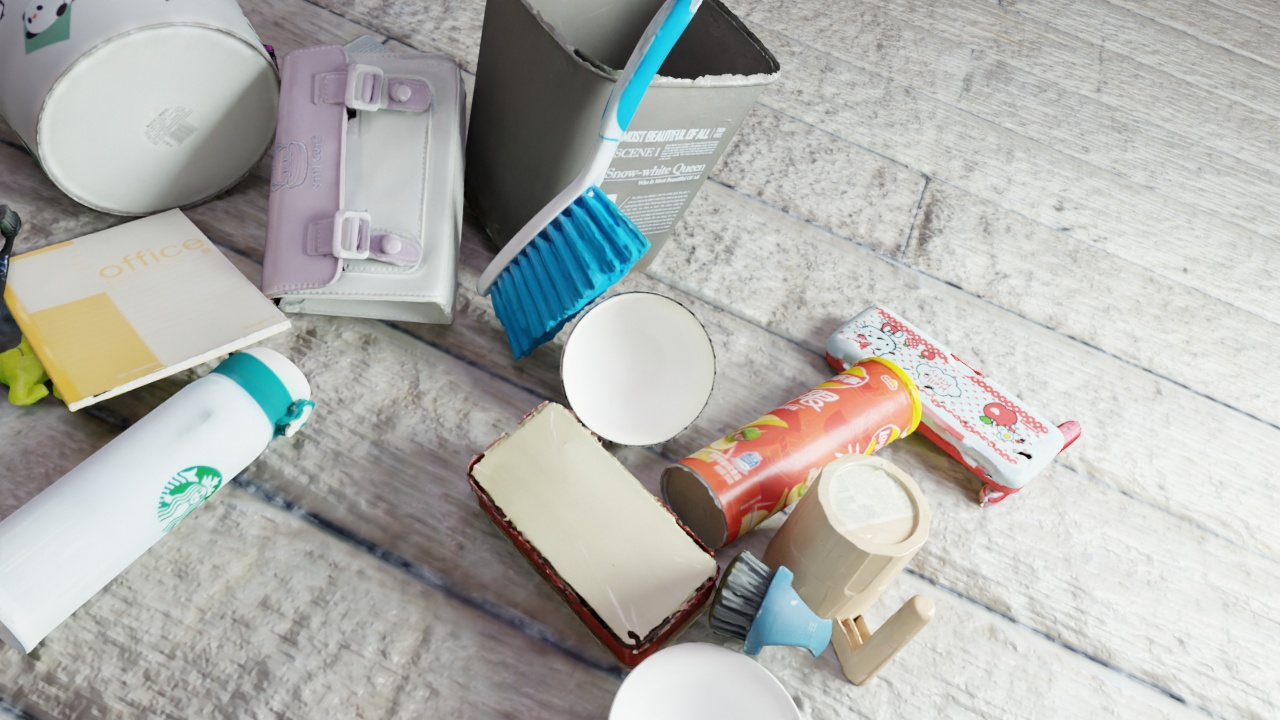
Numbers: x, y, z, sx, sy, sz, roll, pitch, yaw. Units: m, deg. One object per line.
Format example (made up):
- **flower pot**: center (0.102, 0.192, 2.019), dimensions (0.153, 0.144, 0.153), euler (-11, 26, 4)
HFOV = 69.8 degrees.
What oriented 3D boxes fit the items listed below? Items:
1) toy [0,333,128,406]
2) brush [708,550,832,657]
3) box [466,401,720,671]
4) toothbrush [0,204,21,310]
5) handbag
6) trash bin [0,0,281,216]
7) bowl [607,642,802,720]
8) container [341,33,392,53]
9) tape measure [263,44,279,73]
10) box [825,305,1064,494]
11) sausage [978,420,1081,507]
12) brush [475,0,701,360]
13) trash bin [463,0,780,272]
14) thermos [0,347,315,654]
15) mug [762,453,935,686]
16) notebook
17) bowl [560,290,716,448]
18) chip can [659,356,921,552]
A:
- **toy**: center (-0.385, 0.001, 0.635), dimensions (0.100, 0.031, 0.096), euler (17, 48, 5)
- **brush**: center (0.082, 0.157, 0.567), dimensions (0.073, 0.144, 0.055), euler (25, 79, 13)
- **box**: center (-0.030, 0.108, 0.599), dimensions (0.091, 0.077, 0.168), euler (-39, 67, -20)
- **toothbrush**: center (-0.459, -0.062, 0.652), dimensions (0.014, 0.016, 0.189), euler (-21, 44, -11)
- **handbag**: center (-0.212, -0.135, 0.711), dimensions (0.145, 0.098, 0.197), euler (1, 80, -1)
- **trash bin**: center (-0.430, -0.267, 0.731), dimensions (0.229, 0.230, 0.252), euler (-26, 67, -32)
- **bowl**: center (0.032, 0.233, 0.532), dimensions (0.118, 0.065, 0.118), euler (8, 49, -10)
- **container**: center (-0.233, -0.217, 0.827), dimensions (0.111, 0.090, 0.089), euler (34, 50, 10)
- **tape measure**: center (-0.355, -0.264, 0.851), dimensions (0.039, 0.057, 0.058), euler (-12, 69, -31)
- **box**: center (0.249, 0.028, 0.768), dimensions (0.086, 0.048, 0.201), euler (-30, 58, -33)
- **sausage**: center (0.329, 0.085, 0.774), dimensions (0.155, 0.020, 0.020), euler (-26, 62, -32)
- **brush**: center (-0.028, -0.117, 0.639), dimensions (0.109, 0.316, 0.060), euler (54, 40, 2)
- **trash bin**: center (-0.037, -0.197, 0.762), dimensions (0.198, 0.220, 0.198), euler (-12, 54, -36)
- **thermos**: center (-0.303, 0.074, 0.571), dimensions (0.073, 0.073, 0.223), euler (31, 49, 11)
- **mug**: center (0.145, 0.140, 0.618), dimensions (0.084, 0.104, 0.124), euler (-4, 51, -19)
- **notebook**: center (-0.364, -0.046, 0.659), dimensions (0.145, 0.010, 0.206), euler (-27, 47, -32)
- **bowl**: center (-0.004, 0.004, 0.703), dimensions (0.116, 0.116, 0.066), euler (11, 4, -7)
- **chip can**: center (0.117, 0.066, 0.696), dimensions (0.216, 0.073, 0.073), euler (-24, 61, -30)
